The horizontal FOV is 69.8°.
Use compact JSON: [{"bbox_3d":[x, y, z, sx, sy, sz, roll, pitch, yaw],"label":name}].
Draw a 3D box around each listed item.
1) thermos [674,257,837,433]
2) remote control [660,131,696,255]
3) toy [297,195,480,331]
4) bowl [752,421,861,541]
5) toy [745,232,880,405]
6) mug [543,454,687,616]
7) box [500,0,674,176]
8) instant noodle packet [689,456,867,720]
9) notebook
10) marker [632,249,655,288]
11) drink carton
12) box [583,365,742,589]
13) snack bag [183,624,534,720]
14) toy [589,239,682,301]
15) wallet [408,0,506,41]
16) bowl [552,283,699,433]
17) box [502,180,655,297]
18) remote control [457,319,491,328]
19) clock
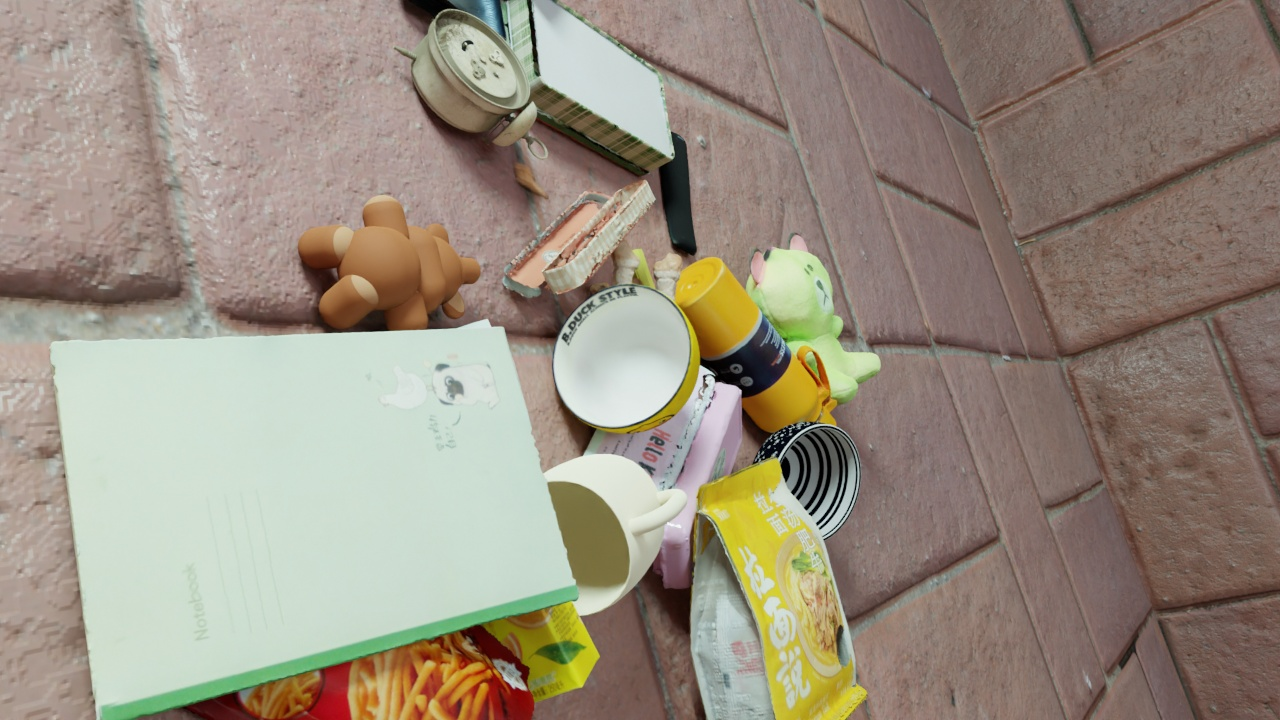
[{"bbox_3d":[0.122,0.001,0.930,0.232,0.092,0.076,49,27,-25],"label":"thermos"},{"bbox_3d":[0.042,-0.184,0.995,0.041,0.020,0.151,23,53,-45],"label":"remote control"},{"bbox_3d":[-0.158,-0.060,0.612,0.127,0.065,0.095,-10,86,-65],"label":"toy"},{"bbox_3d":[0.154,0.117,0.915,0.120,0.066,0.120,-5,100,-33],"label":"bowl"},{"bbox_3d":[0.181,-0.041,1.037,0.197,0.107,0.149,56,39,0],"label":"toy"},{"bbox_3d":[-0.022,0.110,0.633,0.099,0.120,0.096,-25,96,-68],"label":"mug"},{"bbox_3d":[-0.050,-0.265,0.890,0.205,0.051,0.117,14,63,-50],"label":"box"},{"bbox_3d":[0.107,0.199,0.761,0.162,0.084,0.221,-8,86,-56],"label":"instant noodle packet"},{"bbox_3d":[-0.160,0.067,0.492,0.252,0.010,0.181,-4,68,-40],"label":"notebook"},{"bbox_3d":[0.011,-0.045,0.868,0.021,0.018,0.124,-12,81,-56],"label":"marker"},{"bbox_3d":[-0.083,0.145,0.577,0.134,0.059,0.042,64,19,-4],"label":"drink carton"},{"bbox_3d":[0.034,0.079,0.776,0.146,0.077,0.201,53,36,-21],"label":"box"},{"bbox_3d":[-0.159,0.157,0.491,0.208,0.067,0.138,44,44,-15],"label":"snack bag"},{"bbox_3d":[0.003,-0.044,0.802,0.085,0.074,0.106,18,47,-55],"label":"toy"},{"bbox_3d":[-0.163,-0.321,0.778,0.114,0.026,0.089,19,51,-49],"label":"wallet"},{"bbox_3d":[-0.004,0.004,0.735,0.067,0.117,0.117,35,42,-64],"label":"bowl"},{"bbox_3d":[-0.048,-0.105,0.775,0.041,0.083,0.186,64,30,-21],"label":"box"},{"bbox_3d":[-0.139,0.011,0.614,0.143,0.024,0.049,-27,93,-59],"label":"remote control"},{"bbox_3d":[-0.128,-0.214,0.742,0.141,0.055,0.092,46,35,-17],"label":"clock"}]
